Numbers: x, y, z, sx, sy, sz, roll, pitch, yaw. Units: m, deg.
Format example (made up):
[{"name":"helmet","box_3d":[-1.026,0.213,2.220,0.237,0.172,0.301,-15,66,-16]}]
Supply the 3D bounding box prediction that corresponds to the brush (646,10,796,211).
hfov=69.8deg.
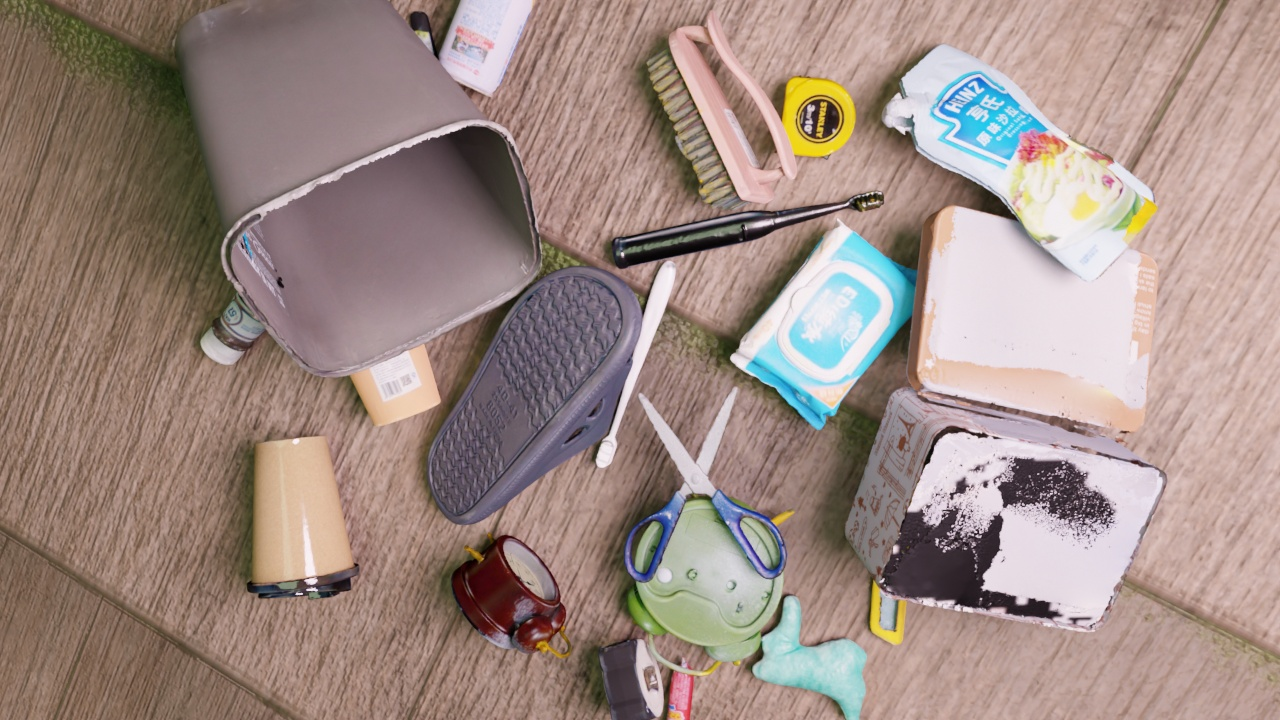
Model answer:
[{"name":"brush","box_3d":[0.060,-0.187,0.692,0.073,0.063,0.145,-27,84,27]}]

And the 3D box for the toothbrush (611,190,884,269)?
[{"name":"toothbrush","box_3d":[0.082,-0.104,0.715,0.213,0.027,0.026,-10,114,14]}]

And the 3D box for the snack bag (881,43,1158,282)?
[{"name":"snack bag","box_3d":[0.260,-0.143,0.635,0.191,0.039,0.110,43,70,10]}]

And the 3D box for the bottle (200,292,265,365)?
[{"name":"bottle","box_3d":[-0.312,-0.073,0.800,0.195,0.044,0.080,-44,79,14]}]

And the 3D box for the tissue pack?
[{"name":"tissue pack","box_3d":[0.143,-0.028,0.690,0.090,0.063,0.140,38,102,5]}]

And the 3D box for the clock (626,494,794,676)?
[{"name":"clock","box_3d":[0.052,0.178,0.735,0.116,0.056,0.161,20,99,11]}]

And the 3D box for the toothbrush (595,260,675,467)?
[{"name":"toothbrush","box_3d":[-0.004,0.004,0.751,0.016,0.016,0.180,20,99,5]}]

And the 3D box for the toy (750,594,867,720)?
[{"name":"toy","box_3d":[0.136,0.239,0.737,0.092,0.030,0.096,5,91,10]}]

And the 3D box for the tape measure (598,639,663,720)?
[{"name":"tape measure","box_3d":[-0.006,0.262,0.752,0.034,0.066,0.065,-17,73,12]}]

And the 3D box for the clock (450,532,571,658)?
[{"name":"clock","box_3d":[-0.102,0.200,0.760,0.055,0.082,0.122,-43,83,7]}]

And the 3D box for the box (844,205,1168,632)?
[{"name":"box","box_3d":[0.259,0.039,0.632,0.178,0.106,0.272,12,93,-11]}]

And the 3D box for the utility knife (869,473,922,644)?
[{"name":"utility knife","box_3d":[0.201,0.149,0.719,0.033,0.015,0.154,5,97,15]}]

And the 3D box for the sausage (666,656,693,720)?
[{"name":"sausage","box_3d":[0.030,0.325,0.774,0.020,0.020,0.156,6,97,12]}]

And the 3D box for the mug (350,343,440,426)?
[{"name":"mug","box_3d":[-0.216,-0.011,0.770,0.078,0.078,0.123,-19,96,14]}]

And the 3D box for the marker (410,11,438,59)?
[{"name":"marker","box_3d":[-0.173,-0.232,0.768,0.018,0.015,0.124,-13,89,13]}]

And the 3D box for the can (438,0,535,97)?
[{"name":"can","box_3d":[-0.115,-0.282,0.729,0.053,0.053,0.135,27,101,9]}]

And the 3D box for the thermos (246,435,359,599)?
[{"name":"thermos","box_3d":[-0.297,0.140,0.799,0.093,0.093,0.143,-9,85,13]}]

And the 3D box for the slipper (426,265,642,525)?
[{"name":"slipper","box_3d":[-0.079,0.031,0.744,0.269,0.083,0.110,-49,60,28]}]

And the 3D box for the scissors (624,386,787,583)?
[{"name":"scissors","box_3d":[0.042,0.103,0.694,0.176,0.012,0.162,46,103,6]}]

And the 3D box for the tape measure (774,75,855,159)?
[{"name":"tape measure","box_3d":[0.133,-0.184,0.694,0.057,0.028,0.060,7,114,8]}]

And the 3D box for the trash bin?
[{"name":"trash bin","box_3d":[-0.212,-0.143,0.662,0.198,0.199,0.219,-28,64,-12]}]
